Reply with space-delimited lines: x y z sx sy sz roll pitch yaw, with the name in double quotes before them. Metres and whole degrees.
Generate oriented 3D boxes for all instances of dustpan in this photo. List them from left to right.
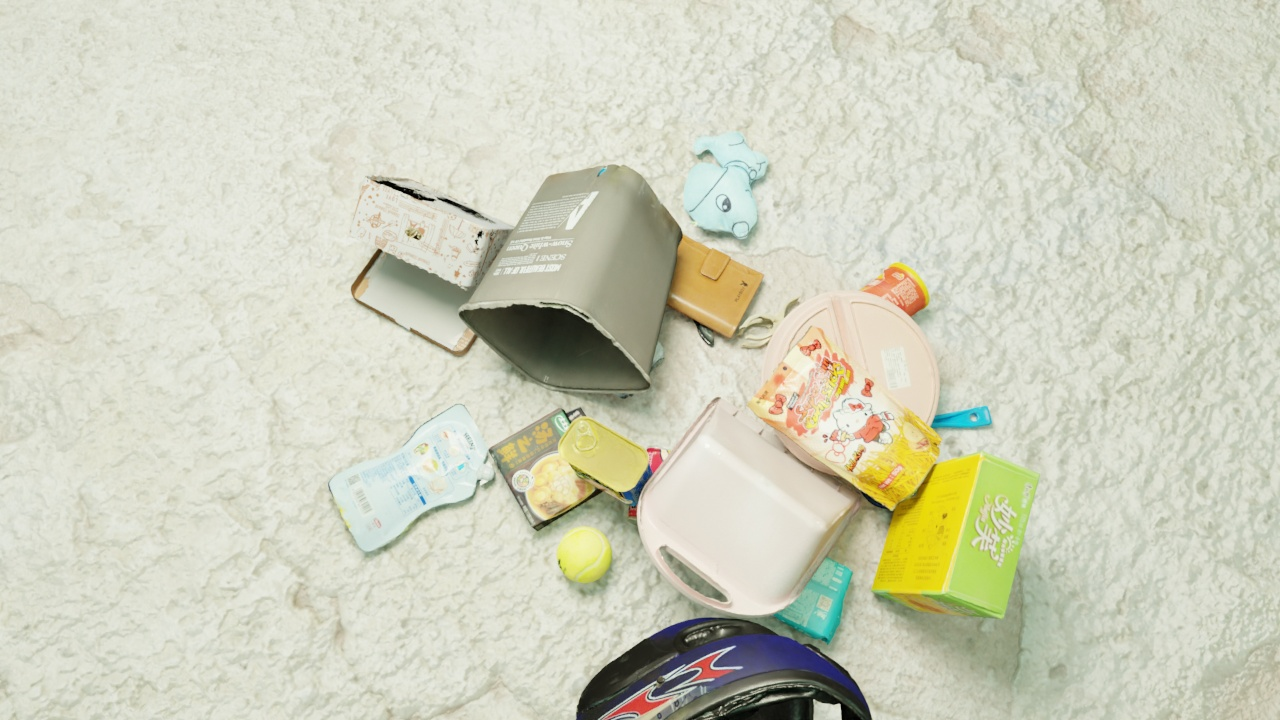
"dustpan" 0.113 0.170 1.052 0.222 0.273 0.139 36 104 14

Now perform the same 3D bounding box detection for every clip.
"clip" 0.173 -0.045 1.193 0.100 0.035 0.071 -21 73 -16

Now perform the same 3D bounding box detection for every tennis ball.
"tennis ball" -0.066 0.229 1.081 0.065 0.065 0.065 0 72 -1

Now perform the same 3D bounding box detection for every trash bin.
"trash bin" -0.068 -0.100 1.108 0.199 0.198 0.219 1 60 36

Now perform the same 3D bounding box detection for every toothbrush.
"toothbrush" 0.047 -0.098 1.215 0.014 0.017 0.189 -26 73 -19

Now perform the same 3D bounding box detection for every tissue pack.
"tissue pack" 0.180 0.265 1.081 0.133 0.050 0.093 24 72 6

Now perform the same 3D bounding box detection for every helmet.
"helmet" 0.075 0.379 0.932 0.316 0.240 0.247 -40 101 8

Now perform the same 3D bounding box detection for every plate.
"plate" 0.260 0.027 1.112 0.229 0.028 0.229 1 84 -10

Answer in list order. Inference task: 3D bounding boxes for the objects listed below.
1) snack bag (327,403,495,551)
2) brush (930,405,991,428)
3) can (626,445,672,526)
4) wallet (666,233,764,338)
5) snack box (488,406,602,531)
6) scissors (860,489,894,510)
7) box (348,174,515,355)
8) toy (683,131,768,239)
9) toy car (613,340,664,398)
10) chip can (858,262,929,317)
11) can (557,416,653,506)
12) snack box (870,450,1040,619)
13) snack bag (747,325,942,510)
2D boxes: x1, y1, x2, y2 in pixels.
"snack bag" -0.275 0.143 1.121 0.190 0.039 0.110 -29 70 -12
"brush" 0.317 0.079 1.154 0.254 0.046 0.083 -4 68 -6
"can" 0.025 0.157 1.105 0.066 0.066 0.093 17 73 4
"wallet" 0.083 -0.100 1.199 0.132 0.031 0.107 29 64 5
"snack box" -0.103 0.128 1.125 0.125 0.053 0.113 -31 75 -5
"scissors" 0.345 0.183 1.131 0.165 0.012 0.156 25 74 6
"box" -0.274 -0.116 1.168 0.183 0.154 0.187 25 102 10
"toy" 0.112 -0.237 1.243 0.156 0.050 0.161 -36 71 -14
"toy car" -0.007 0.007 1.171 0.043 0.034 0.090 38 74 14
"chip can" 0.266 -0.037 1.168 0.216 0.073 0.073 -37 76 -12
"can" -0.036 0.118 1.047 0.102 0.083 0.057 28 74 18
"snack box" 0.340 0.196 1.012 0.070 0.210 0.157 21 75 -1
"snack bag" 0.241 0.069 1.066 0.208 0.073 0.128 39 81 2
